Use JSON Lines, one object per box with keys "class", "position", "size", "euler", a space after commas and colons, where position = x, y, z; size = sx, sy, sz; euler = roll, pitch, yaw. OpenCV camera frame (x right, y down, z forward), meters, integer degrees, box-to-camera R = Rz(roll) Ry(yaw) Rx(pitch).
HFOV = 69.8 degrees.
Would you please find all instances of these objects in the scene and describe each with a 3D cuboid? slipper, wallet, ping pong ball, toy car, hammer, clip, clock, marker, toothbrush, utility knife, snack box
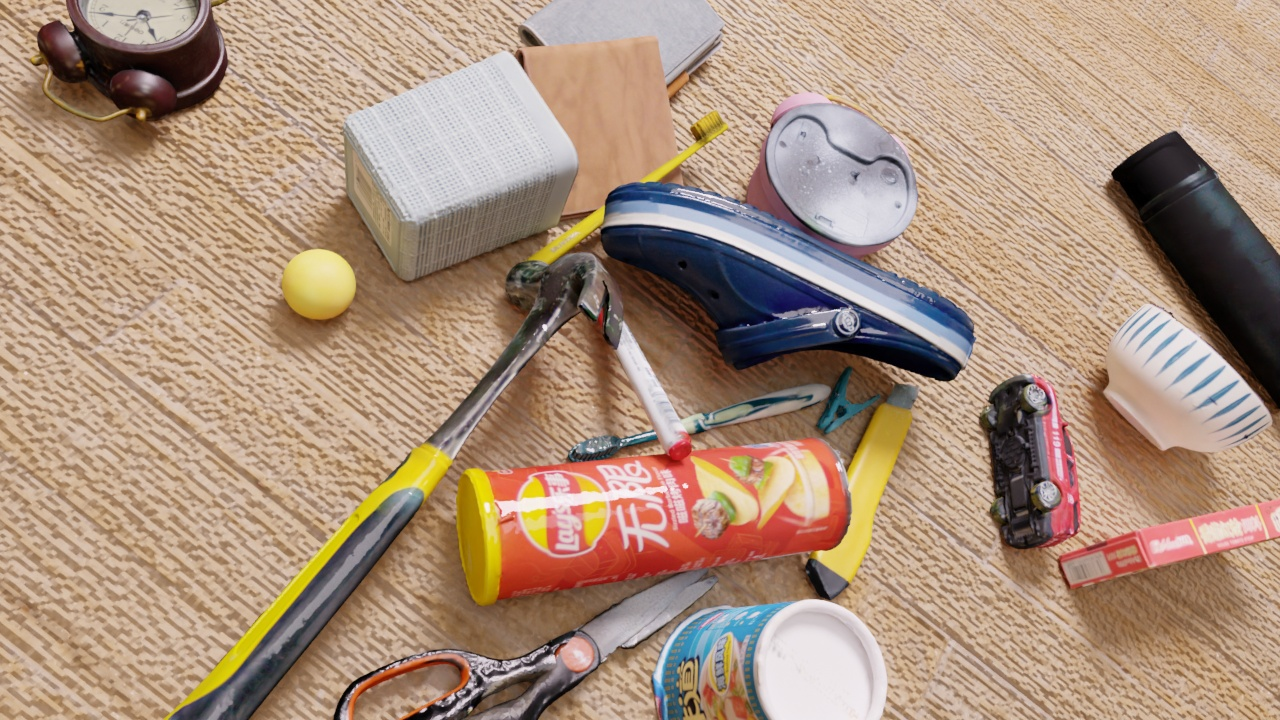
{"class": "slipper", "position": [0.087, -0.034, 0.589], "size": [0.253, 0.105, 0.095], "euler": [21, 84, -5]}
{"class": "wallet", "position": [-0.009, -0.236, 0.671], "size": [0.106, 0.037, 0.129], "euler": [48, 69, -8]}
{"class": "ping pong ball", "position": [-0.184, -0.043, 0.525], "size": [0.040, 0.040, 0.040], "euler": [7, 65, -16]}
{"class": "toy car", "position": [0.268, 0.069, 0.627], "size": [0.045, 0.053, 0.120], "euler": [8, 67, -18]}
{"class": "hammer", "position": [-0.119, 0.063, 0.468], "size": [0.032, 0.126, 0.322], "euler": [49, 66, -26]}
{"class": "clip", "position": [0.138, 0.030, 0.620], "size": [0.034, 0.013, 0.054], "euler": [47, 59, 6]}
{"class": "wallet", "position": [-0.025, -0.159, 0.624], "size": [0.101, 0.020, 0.115], "euler": [-15, 96, -23]}
{"class": "clock", "position": [-0.298, -0.186, 0.541], "size": [0.082, 0.055, 0.121], "euler": [28, 63, -6]}
{"class": "marker", "position": [-0.003, 0.003, 0.546], "size": [0.017, 0.017, 0.145], "euler": [-7, 44, -22]}
{"class": "toothbrush", "position": [-0.012, -0.111, 0.611], "size": [0.189, 0.016, 0.016], "euler": [-40, 106, -19]}
{"class": "toothbrush", "position": [0.044, 0.037, 0.582], "size": [0.191, 0.018, 0.016], "euler": [-12, 71, -23]}
{"class": "utility knife", "position": [0.149, 0.079, 0.601], "size": [0.033, 0.015, 0.176], "euler": [37, 59, -7]}
{"class": "snack box", "position": [0.369, 0.123, 0.623], "size": [0.152, 0.075, 0.025], "euler": [-6, 69, -22]}
{"class": "clock", "position": [0.139, -0.135, 0.669], "size": [0.117, 0.060, 0.158], "euler": [26, 63, -6]}

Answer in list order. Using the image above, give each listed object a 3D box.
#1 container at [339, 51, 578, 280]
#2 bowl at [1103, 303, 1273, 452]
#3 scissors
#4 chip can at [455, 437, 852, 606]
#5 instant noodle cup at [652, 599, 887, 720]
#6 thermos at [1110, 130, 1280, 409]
{"class": "container", "position": [-0.112, -0.113, 0.556], "size": [0.111, 0.090, 0.090], "euler": [-29, 79, -25]}
{"class": "bowl", "position": [0.384, 0.022, 0.667], "size": [0.066, 0.116, 0.116], "euler": [-43, 84, 15]}
{"class": "scissors", "position": [-0.054, 0.152, 0.491], "size": [0.139, 0.022, 0.234], "euler": [37, 52, 8]}
{"class": "chip can", "position": [0.010, 0.087, 0.517], "size": [0.216, 0.073, 0.073], "euler": [-3, 68, -20]}
{"class": "instant noodle cup", "position": [0.070, 0.170, 0.479], "size": [0.099, 0.110, 0.099], "euler": [7, 66, -17]}
{"class": "thermos", "position": [0.498, -0.081, 0.761], "size": [0.089, 0.069, 0.242], "euler": [-24, 77, -22]}
